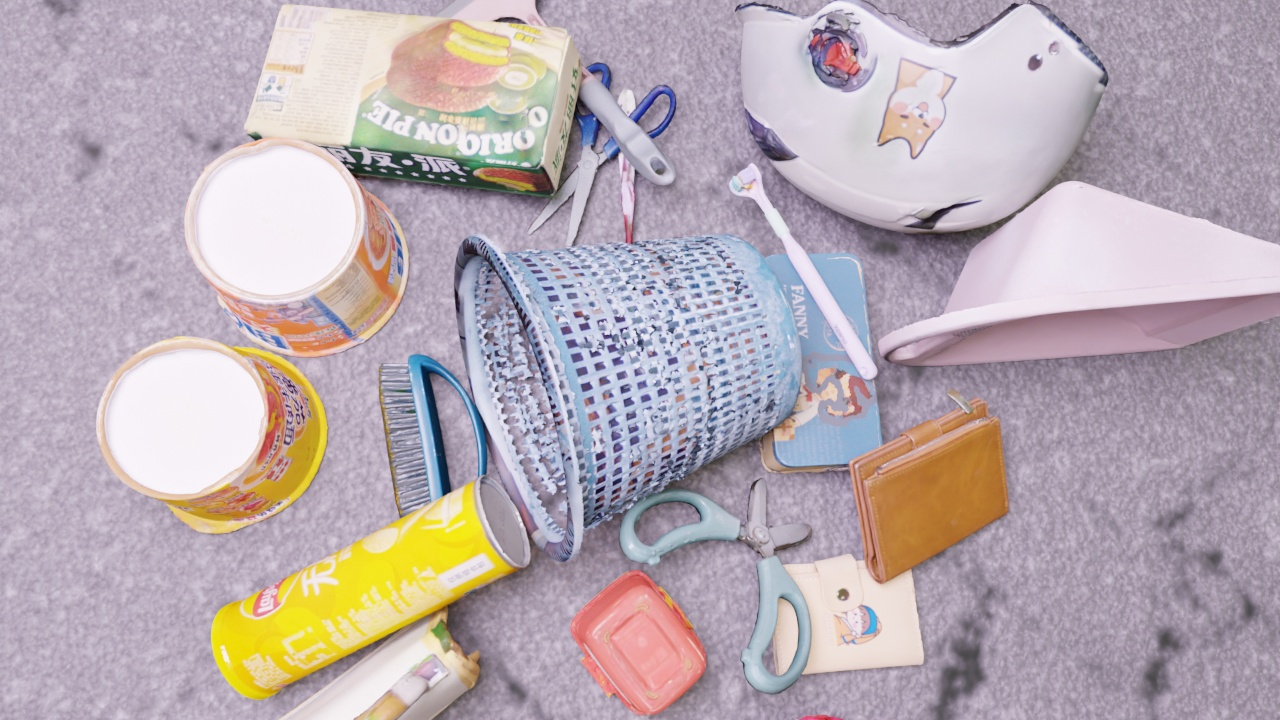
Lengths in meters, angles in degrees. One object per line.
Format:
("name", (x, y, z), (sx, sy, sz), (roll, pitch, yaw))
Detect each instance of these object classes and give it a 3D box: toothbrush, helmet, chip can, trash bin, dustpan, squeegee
("toothbrush", (-0.009, -0.140, 0.765), (0.016, 0.017, 0.187), (-4, 76, 12))
("helmet", (0.197, -0.179, 0.701), (0.274, 0.229, 0.157), (12, 103, 20))
("chip can", (-0.184, 0.156, 0.630), (0.213, 0.072, 0.072), (-28, 82, 7))
("toothbrush", (0.127, -0.067, 0.703), (0.021, 0.029, 0.189), (-24, 80, -48))
("trash bin", (-0.004, 0.004, 0.650), (0.194, 0.227, 0.226), (-16, 80, -21))
("dustpan", (0.327, -0.019, 0.676), (0.273, 0.223, 0.138), (22, 79, 5))
("squeegee", (-0.048, -0.230, 0.751), (0.247, 0.040, 0.249), (-37, 75, -1))

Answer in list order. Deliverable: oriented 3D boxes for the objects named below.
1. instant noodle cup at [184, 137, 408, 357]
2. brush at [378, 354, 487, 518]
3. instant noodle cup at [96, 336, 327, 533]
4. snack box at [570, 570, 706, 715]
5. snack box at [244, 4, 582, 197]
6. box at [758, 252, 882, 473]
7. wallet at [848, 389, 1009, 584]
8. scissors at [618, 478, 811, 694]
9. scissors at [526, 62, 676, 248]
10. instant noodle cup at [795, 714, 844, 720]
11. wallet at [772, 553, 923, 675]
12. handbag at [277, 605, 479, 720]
("instant noodle cup", (-0.256, -0.086, 0.680), (0.151, 0.111, 0.151), (1, 78, -6))
("brush", (-0.153, 0.064, 0.689), (0.073, 0.055, 0.143), (-10, 80, -5))
("instant noodle cup", (-0.304, 0.048, 0.650), (0.138, 0.110, 0.138), (1, 79, -6))
("snack box", (0.000, 0.207, 0.663), (0.082, 0.080, 0.091), (-39, 85, -11))
("snack box", (-0.173, -0.202, 0.710), (0.240, 0.063, 0.114), (8, 78, 10))
("box", (0.135, -0.003, 0.730), (0.089, 0.059, 0.184), (-4, 81, -7))
("wallet", (0.222, 0.093, 0.700), (0.130, 0.035, 0.119), (-22, 108, -20))
("scissors", (0.071, 0.162, 0.670), (0.170, 0.019, 0.179), (0, 56, -30))
("scissors", (-0.042, -0.177, 0.763), (0.165, 0.012, 0.157), (-29, 71, 3))
("instant noodle cup", (0.148, 0.341, 0.617), (0.193, 0.066, 0.193), (14, 64, -31))
("wallet", (0.158, 0.195, 0.710), (0.115, 0.024, 0.087), (-4, 76, -4))
("handbag", (-0.180, 0.236, 0.591), (0.163, 0.179, 0.063), (-37, 90, -13))
